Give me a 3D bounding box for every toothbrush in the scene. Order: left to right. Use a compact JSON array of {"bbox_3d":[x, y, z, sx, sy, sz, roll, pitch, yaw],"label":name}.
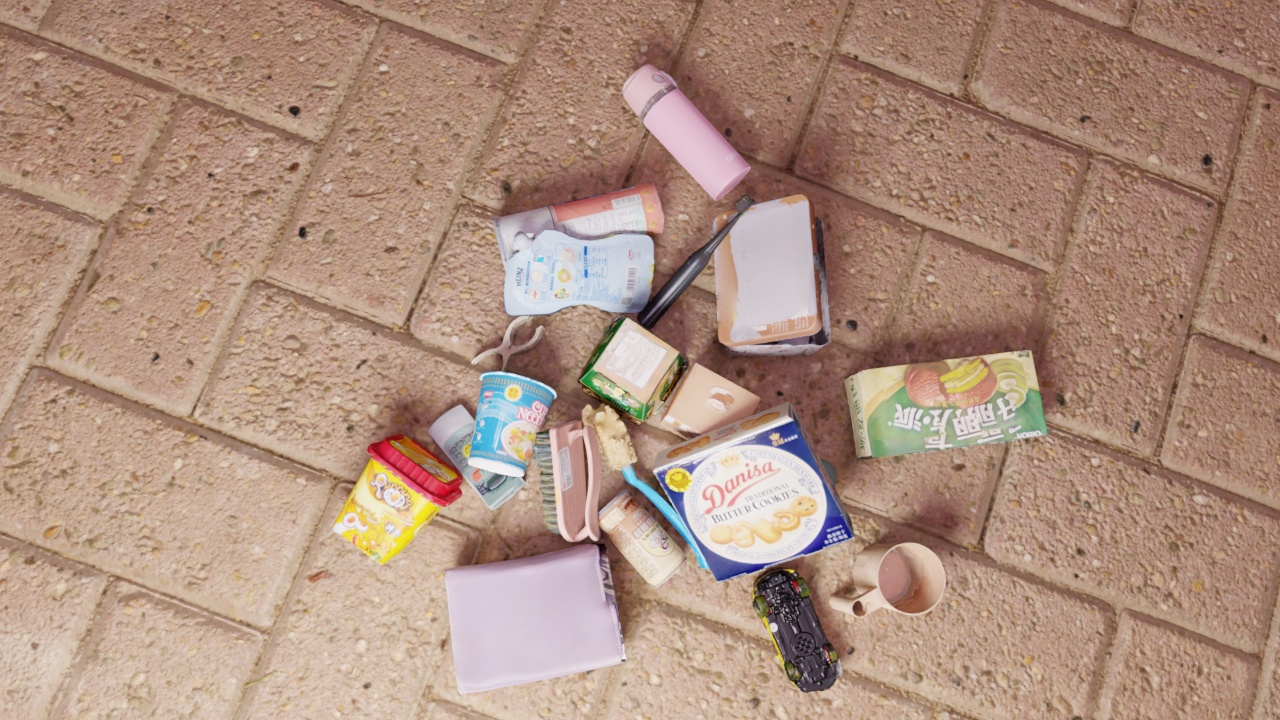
[{"bbox_3d":[0.070,-0.124,1.159,0.027,0.026,0.213,33,112,-19],"label":"toothbrush"}]

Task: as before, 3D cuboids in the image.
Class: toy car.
[{"bbox_3d":[0.191,0.335,1.137,0.071,0.041,0.156,-23,81,-8],"label":"toy car"}]

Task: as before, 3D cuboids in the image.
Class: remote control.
[{"bbox_3d":[-0.207,0.121,1.155,0.056,0.019,0.135,-39,85,-10],"label":"remote control"}]

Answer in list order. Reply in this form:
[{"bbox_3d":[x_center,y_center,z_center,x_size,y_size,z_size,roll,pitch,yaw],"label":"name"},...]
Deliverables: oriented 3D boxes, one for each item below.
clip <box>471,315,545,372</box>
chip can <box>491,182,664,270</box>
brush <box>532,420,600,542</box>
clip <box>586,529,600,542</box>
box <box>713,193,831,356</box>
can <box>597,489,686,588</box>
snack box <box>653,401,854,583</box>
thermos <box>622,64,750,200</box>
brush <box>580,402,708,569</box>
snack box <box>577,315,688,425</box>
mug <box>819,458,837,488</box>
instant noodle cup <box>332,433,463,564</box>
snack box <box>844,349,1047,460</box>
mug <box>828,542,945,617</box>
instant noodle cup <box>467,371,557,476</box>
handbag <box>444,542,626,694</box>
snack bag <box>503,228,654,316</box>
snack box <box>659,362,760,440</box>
[{"bbox_3d":[-0.174,-0.024,1.180,0.103,0.034,0.076,-34,86,-1],"label":"clip"},{"bbox_3d":[-0.080,-0.175,1.192,0.214,0.071,0.071,-14,81,-7],"label":"chip can"},{"bbox_3d":[-0.083,0.148,1.107,0.073,0.063,0.145,-2,95,26],"label":"brush"},{"bbox_3d":[-0.071,0.204,1.155,0.024,0.028,0.056,-42,75,-13],"label":"clip"},{"bbox_3d":[0.165,-0.106,1.155,0.148,0.158,0.181,-1,80,-5],"label":"box"},{"bbox_3d":[-0.001,0.220,1.134,0.058,0.058,0.116,-41,85,-10],"label":"can"},{"bbox_3d":[0.134,0.161,1.092,0.178,0.045,0.182,-23,109,19],"label":"snack box"},{"bbox_3d":[0.064,-0.312,1.236,0.198,0.067,0.087,48,48,6],"label":"thermos"},{"bbox_3d":[0.009,0.157,1.146,0.045,0.083,0.254,-38,93,-17],"label":"brush"},{"bbox_3d":[-0.007,0.007,1.148,0.118,0.106,0.117,33,78,1],"label":"snack box"},{"bbox_3d":[0.179,0.162,1.153,0.106,0.082,0.112,22,106,-1],"label":"mug"},{"bbox_3d":[-0.293,0.168,1.100,0.116,0.116,0.123,36,90,2],"label":"instant noodle cup"},{"bbox_3d":[0.395,0.058,1.192,0.240,0.063,0.114,-6,81,-6],"label":"snack box"},{"bbox_3d":[0.297,0.275,1.125,0.124,0.104,0.084,-28,83,-9],"label":"mug"},{"bbox_3d":[-0.163,0.081,1.121,0.099,0.099,0.109,13,73,-2],"label":"instant noodle cup"},{"bbox_3d":[-0.125,0.302,1.090,0.197,0.098,0.145,-9,82,-5],"label":"handbag"},{"bbox_3d":[-0.078,-0.110,1.165,0.190,0.039,0.110,-1,116,-20],"label":"snack bag"},{"bbox_3d":[0.085,0.064,1.151,0.093,0.094,0.077,29,78,1],"label":"snack box"}]
